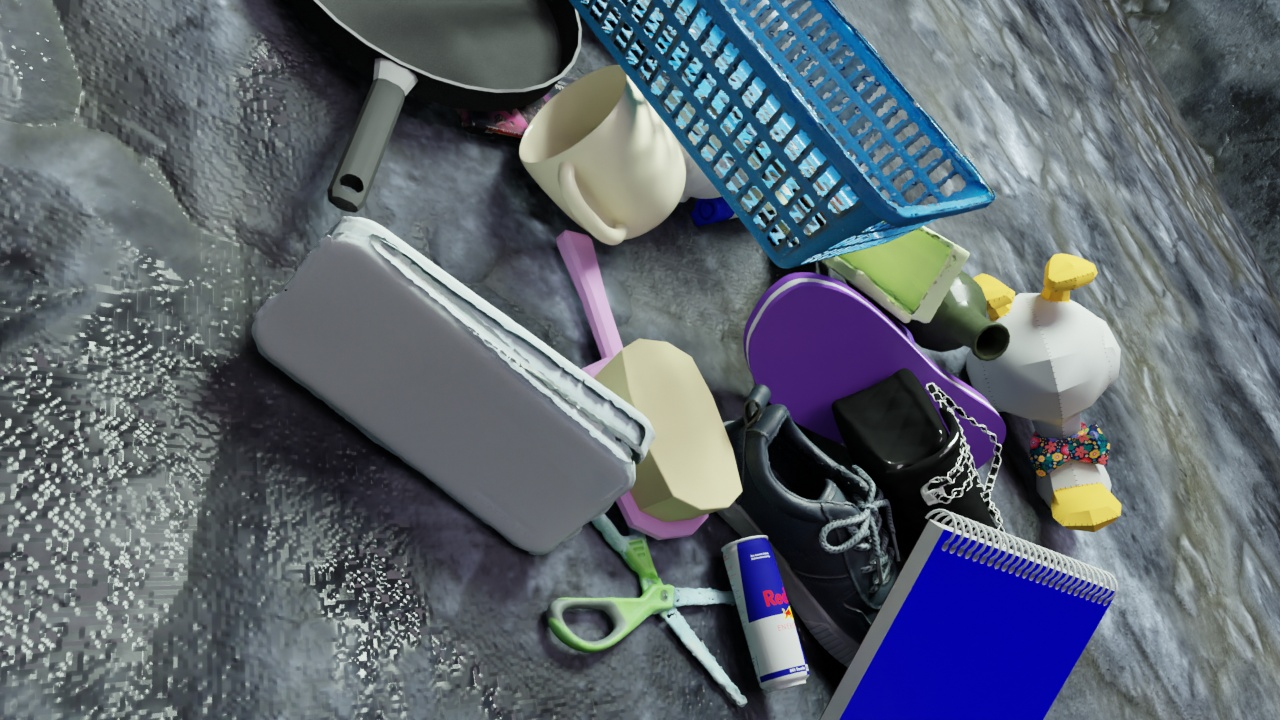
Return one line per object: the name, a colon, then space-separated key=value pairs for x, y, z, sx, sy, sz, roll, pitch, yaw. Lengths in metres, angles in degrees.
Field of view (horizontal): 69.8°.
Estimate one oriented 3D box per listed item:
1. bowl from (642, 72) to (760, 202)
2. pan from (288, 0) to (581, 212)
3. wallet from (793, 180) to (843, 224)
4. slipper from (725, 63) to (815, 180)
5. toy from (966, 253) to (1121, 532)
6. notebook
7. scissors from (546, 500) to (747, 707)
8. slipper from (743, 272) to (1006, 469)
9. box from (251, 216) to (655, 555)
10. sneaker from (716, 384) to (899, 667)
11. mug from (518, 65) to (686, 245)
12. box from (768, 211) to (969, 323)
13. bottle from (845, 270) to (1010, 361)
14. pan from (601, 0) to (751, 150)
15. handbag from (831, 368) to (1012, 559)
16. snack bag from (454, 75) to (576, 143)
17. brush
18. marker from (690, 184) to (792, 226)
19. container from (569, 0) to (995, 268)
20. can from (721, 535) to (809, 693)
bowl: x=0.033 y=-0.169 z=0.740 sx=0.118 sy=0.062 sz=0.118 roll=32 pitch=26 yaw=-18
pan: x=-0.153 y=-0.216 z=0.609 sx=0.225 sy=0.034 sz=0.355 roll=23 pitch=49 yaw=-21
wallet: x=0.197 y=-0.157 z=0.929 sx=0.123 sy=0.020 sz=0.072 roll=45 pitch=38 yaw=-11
slipper: x=0.109 y=-0.223 z=0.861 sx=0.094 sy=0.065 sz=0.238 roll=35 pitch=28 yaw=-25
toy: x=0.413 y=0.027 z=0.932 sx=0.246 sy=0.141 sz=0.268 roll=-70 pitch=142 yaw=-62
notebook: x=0.235 y=0.203 z=0.639 sx=0.209 sy=0.172 sz=0.022 roll=22 pitch=8 yaw=-32
scissors: x=0.012 y=0.139 z=0.564 sx=0.171 sy=0.025 sz=0.159 roll=11 pitch=51 yaw=-44
slipper: x=0.182 y=0.006 z=0.751 sx=0.266 sy=0.107 sz=0.084 roll=29 pitch=25 yaw=-27
box: x=-0.089 y=0.002 z=0.499 sx=0.215 sy=0.123 sz=0.083 roll=44 pitch=19 yaw=-19
sneaker: x=0.134 y=0.121 z=0.636 sx=0.235 sy=0.088 sz=0.089 roll=48 pitch=42 yaw=-7
mug: x=-0.021 y=-0.130 z=0.648 sx=0.100 sy=0.096 sz=0.120 roll=47 pitch=40 yaw=-36
box: x=0.195 y=-0.102 z=0.781 sx=0.091 sy=0.083 sz=0.188 roll=37 pitch=11 yaw=-27
bottle: x=0.249 y=-0.052 z=0.797 sx=0.071 sy=0.071 sz=0.206 roll=34 pitch=12 yaw=-22
pan: x=0.022 y=-0.296 z=0.799 sx=0.187 sy=0.055 sz=0.356 roll=14 pitch=48 yaw=-39
handbag: x=0.227 y=0.090 z=0.676 sx=0.125 sy=0.115 sz=0.154 roll=-99 pitch=164 yaw=-66
snack bag: x=-0.078 y=-0.192 z=0.698 sx=0.155 sy=0.018 sz=0.074 roll=0 pitch=63 yaw=-45
brush: x=-0.004 y=0.004 z=0.609 sx=0.089 sy=0.043 sz=0.228 roll=5 pitch=58 yaw=-49
marker: x=0.093 y=-0.140 z=0.817 sx=0.132 sy=0.027 sz=0.023 roll=-21 pitch=80 yaw=-50
container: x=0.076 y=-0.217 z=0.651 sx=0.362 sy=0.089 sz=0.256 roll=54 pitch=33 yaw=11
can: x=0.080 y=0.161 z=0.588 sx=0.032 sy=0.032 sz=0.095 roll=6 pitch=59 yaw=-41
